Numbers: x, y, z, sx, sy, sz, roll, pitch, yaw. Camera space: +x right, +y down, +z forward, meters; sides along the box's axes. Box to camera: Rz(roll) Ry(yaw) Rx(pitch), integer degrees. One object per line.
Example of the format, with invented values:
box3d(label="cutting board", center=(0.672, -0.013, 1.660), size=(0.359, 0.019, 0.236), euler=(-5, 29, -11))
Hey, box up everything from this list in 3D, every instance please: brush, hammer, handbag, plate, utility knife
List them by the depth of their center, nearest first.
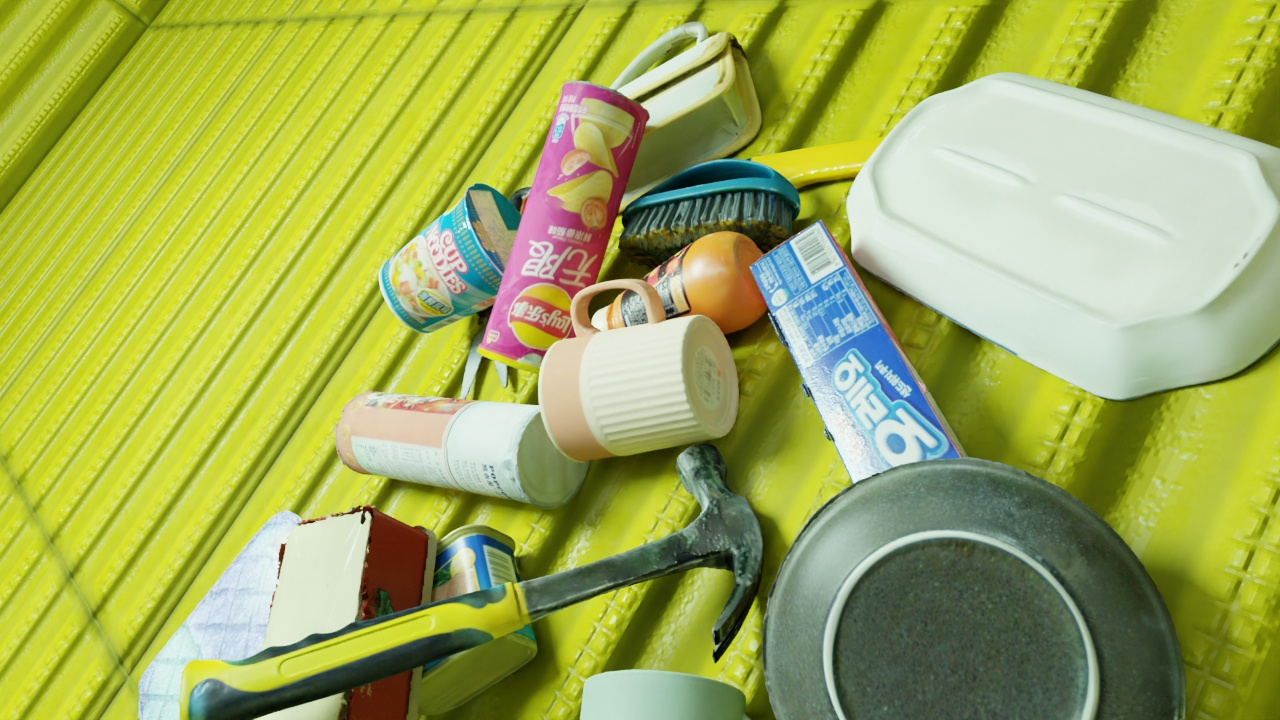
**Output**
box3d(label="plate", center=(0.138, 0.132, 0.403), size=(0.180, 0.024, 0.179), euler=(-5, 77, 24))
box3d(label="hammer", center=(-0.084, 0.141, 0.505), size=(0.323, 0.032, 0.126), euler=(-16, 44, -10))
box3d(label="plate", center=(0.228, -0.087, 0.512), size=(0.162, 0.034, 0.266), euler=(-50, 47, 1))
box3d(label="utility knife", center=(0.137, -0.137, 0.644), size=(0.168, 0.015, 0.033), euler=(0, 67, 37))
box3d(label="brush", center=(0.049, -0.110, 0.664), size=(0.144, 0.055, 0.073), euler=(-3, 63, 37))
box3d(label="handbag", center=(-0.276, 0.219, 0.680), size=(0.194, 0.075, 0.134), euler=(-50, 48, 0))
box3d(label="handbag", center=(0.010, -0.225, 0.779), size=(0.164, 0.063, 0.178), euler=(-24, 45, 22))

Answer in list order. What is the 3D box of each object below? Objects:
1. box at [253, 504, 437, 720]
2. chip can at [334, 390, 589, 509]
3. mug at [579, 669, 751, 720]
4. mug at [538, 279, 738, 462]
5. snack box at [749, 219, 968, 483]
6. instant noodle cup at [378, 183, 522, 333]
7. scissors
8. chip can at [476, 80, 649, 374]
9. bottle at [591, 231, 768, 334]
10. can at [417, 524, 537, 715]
box3d(label="box", center=(-0.189, 0.177, 0.557), size=(0.091, 0.077, 0.168), euler=(-17, 55, 27))
box3d(label="chip can", center=(-0.139, 0.062, 0.683), size=(0.215, 0.071, 0.071), euler=(1, 62, 39))
box3d(label="mug", center=(0.022, 0.215, 0.446), size=(0.112, 0.082, 0.106), euler=(-1, 56, 10))
box3d(label="mug", center=(-0.004, 0.003, 0.594), size=(0.106, 0.081, 0.114), euler=(-11, 93, 30))
box3d(label="snack box", center=(0.126, 0.010, 0.518), size=(0.057, 0.058, 0.207), euler=(-33, 45, 16))
box3d(label="instant noodle cup", center=(-0.151, -0.075, 0.754), size=(0.110, 0.099, 0.099), euler=(-28, 47, 21))
box3d(label="scissors", center=(-0.124, -0.069, 0.799), size=(0.198, 0.021, 0.227), euler=(-46, 43, 2))
box3d(label="chip can", center=(-0.057, -0.095, 0.684), size=(0.071, 0.071, 0.210), euler=(18, 90, 44))
box3d(label="bottle", center=(0.018, -0.036, 0.639), size=(0.150, 0.066, 0.066), euler=(-23, 48, 33))
box3d(label="can", center=(-0.122, 0.172, 0.603), size=(0.102, 0.057, 0.083), euler=(-36, 47, 14))
